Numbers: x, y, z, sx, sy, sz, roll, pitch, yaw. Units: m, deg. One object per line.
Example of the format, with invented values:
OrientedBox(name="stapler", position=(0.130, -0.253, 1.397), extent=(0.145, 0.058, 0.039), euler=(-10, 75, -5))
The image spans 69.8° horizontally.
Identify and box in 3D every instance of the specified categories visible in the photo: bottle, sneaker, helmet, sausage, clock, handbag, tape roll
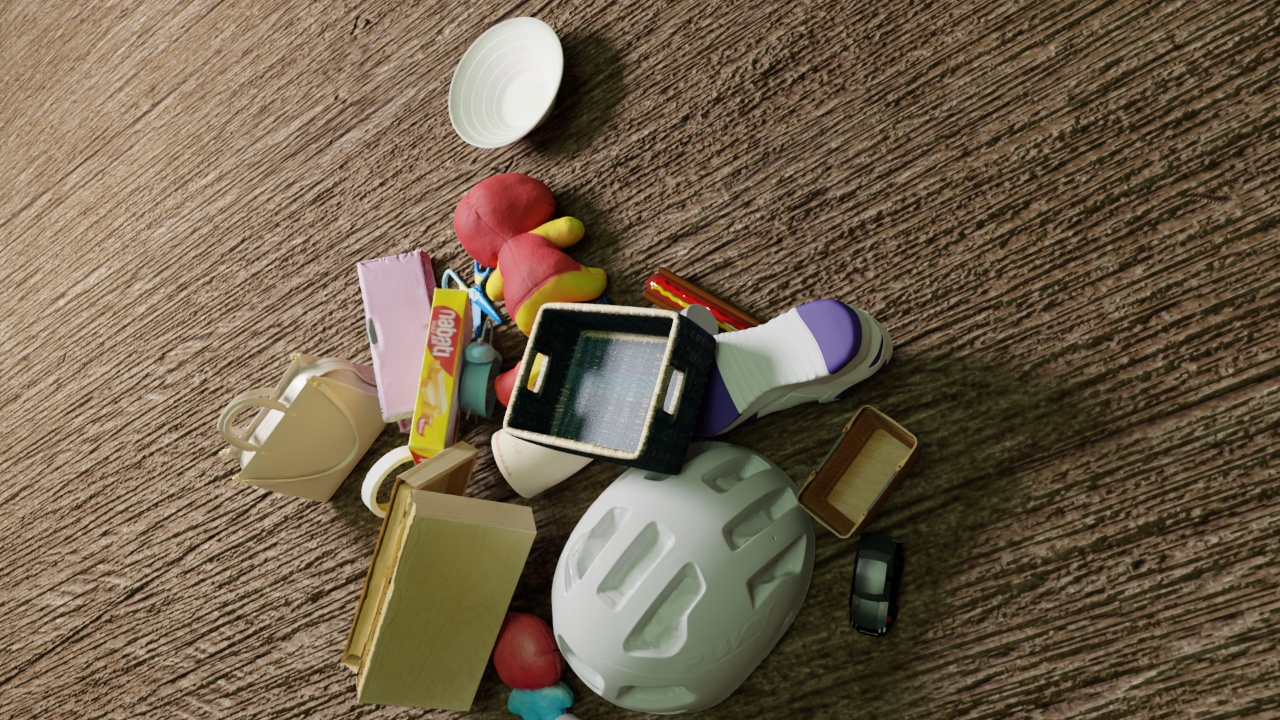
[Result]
OrientedBox(name="bottle", position=(-0.103, 0.012, 1.041), extent=(0.134, 0.071, 0.048), euler=(-28, 68, 21))
OrientedBox(name="sneaker", position=(0.138, 0.012, 0.897), extent=(0.245, 0.111, 0.091), euler=(-27, 67, 43))
OrientedBox(name="helmet", position=(0.040, 0.205, 0.899), extent=(0.282, 0.184, 0.224), euler=(-42, 64, -9))
OrientedBox(name="sausage", position=(0.067, -0.053, 0.981), extent=(0.156, 0.040, 0.040), euler=(33, 94, 31))
OrientedBox(name="bottle", position=(0.030, -0.017, 0.962), extent=(0.109, 0.060, 0.060), euler=(-33, 61, 44))
OrientedBox(name="clock", position=(-0.184, 0.011, 1.082), extent=(0.042, 0.087, 0.123), euler=(7, 82, 2))
OrientedBox(name="handbag", position=(-0.425, 0.076, 1.131), extent=(0.195, 0.197, 0.101), euler=(-51, 59, 9))
OrientedBox(name="tape roll", position=(-0.287, 0.145, 1.097), extent=(0.019, 0.094, 0.094), euler=(36, 96, 31))

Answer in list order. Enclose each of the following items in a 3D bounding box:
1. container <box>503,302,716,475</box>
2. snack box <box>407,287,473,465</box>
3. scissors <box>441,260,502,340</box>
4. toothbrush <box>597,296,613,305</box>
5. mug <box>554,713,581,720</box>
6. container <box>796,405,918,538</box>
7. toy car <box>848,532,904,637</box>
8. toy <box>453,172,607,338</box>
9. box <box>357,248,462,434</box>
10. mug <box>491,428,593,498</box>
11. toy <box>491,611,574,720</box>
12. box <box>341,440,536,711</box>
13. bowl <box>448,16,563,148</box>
OrientedBox(name="container", position=(-0.031, 0.025, 0.900), extent=(0.188, 0.071, 0.145), euler=(7, 76, 40))
OrientedBox(name="snack box", position=(-0.229, 0.024, 1.067), extent=(0.042, 0.092, 0.200), euler=(5, 67, -3))
OrientedBox(name="scissors", position=(-0.216, -0.080, 1.162), extent=(0.109, 0.018, 0.131), euler=(-15, 71, 30))
OrientedBox(name="toothbrush", position=(-0.006, 0.006, 1.021), extent=(0.017, 0.016, 0.190), euler=(-39, 62, 24))
OrientedBox(name="mug", position=(-0.052, 0.427, 0.911), extent=(0.096, 0.082, 0.120), euler=(19, 116, 31))
OrientedBox(name="container", position=(0.207, 0.106, 0.850), extent=(0.063, 0.061, 0.114), euler=(38, 97, 31))
OrientedBox(name="toy car", position=(0.213, 0.204, 0.836), extent=(0.042, 0.036, 0.091), euler=(6, 80, 30))
OrientedBox(name="toy", position=(-0.141, -0.136, 1.089), extent=(0.147, 0.098, 0.216), euler=(-37, 67, 8))
OrientedBox(name="box", position=(-0.298, -0.031, 1.156), extent=(0.099, 0.080, 0.232), euler=(-25, 66, 22))
OrientedBox(name="mug", position=(-0.099, 0.084, 1.024), extent=(0.104, 0.085, 0.111), euler=(-27, 37, 12))
OrientedBox(name="toy", position=(-0.114, 0.331, 0.977), extent=(0.092, 0.062, 0.133), euler=(-21, 85, 44))
OrientedBox(name="box", position=(-0.226, 0.234, 0.974), extent=(0.179, 0.141, 0.249), euler=(43, 119, 44))
OrientedBox(name="bowl", position=(-0.158, -0.342, 1.169), extent=(0.177, 0.057, 0.176), euler=(-8, 74, 27))
